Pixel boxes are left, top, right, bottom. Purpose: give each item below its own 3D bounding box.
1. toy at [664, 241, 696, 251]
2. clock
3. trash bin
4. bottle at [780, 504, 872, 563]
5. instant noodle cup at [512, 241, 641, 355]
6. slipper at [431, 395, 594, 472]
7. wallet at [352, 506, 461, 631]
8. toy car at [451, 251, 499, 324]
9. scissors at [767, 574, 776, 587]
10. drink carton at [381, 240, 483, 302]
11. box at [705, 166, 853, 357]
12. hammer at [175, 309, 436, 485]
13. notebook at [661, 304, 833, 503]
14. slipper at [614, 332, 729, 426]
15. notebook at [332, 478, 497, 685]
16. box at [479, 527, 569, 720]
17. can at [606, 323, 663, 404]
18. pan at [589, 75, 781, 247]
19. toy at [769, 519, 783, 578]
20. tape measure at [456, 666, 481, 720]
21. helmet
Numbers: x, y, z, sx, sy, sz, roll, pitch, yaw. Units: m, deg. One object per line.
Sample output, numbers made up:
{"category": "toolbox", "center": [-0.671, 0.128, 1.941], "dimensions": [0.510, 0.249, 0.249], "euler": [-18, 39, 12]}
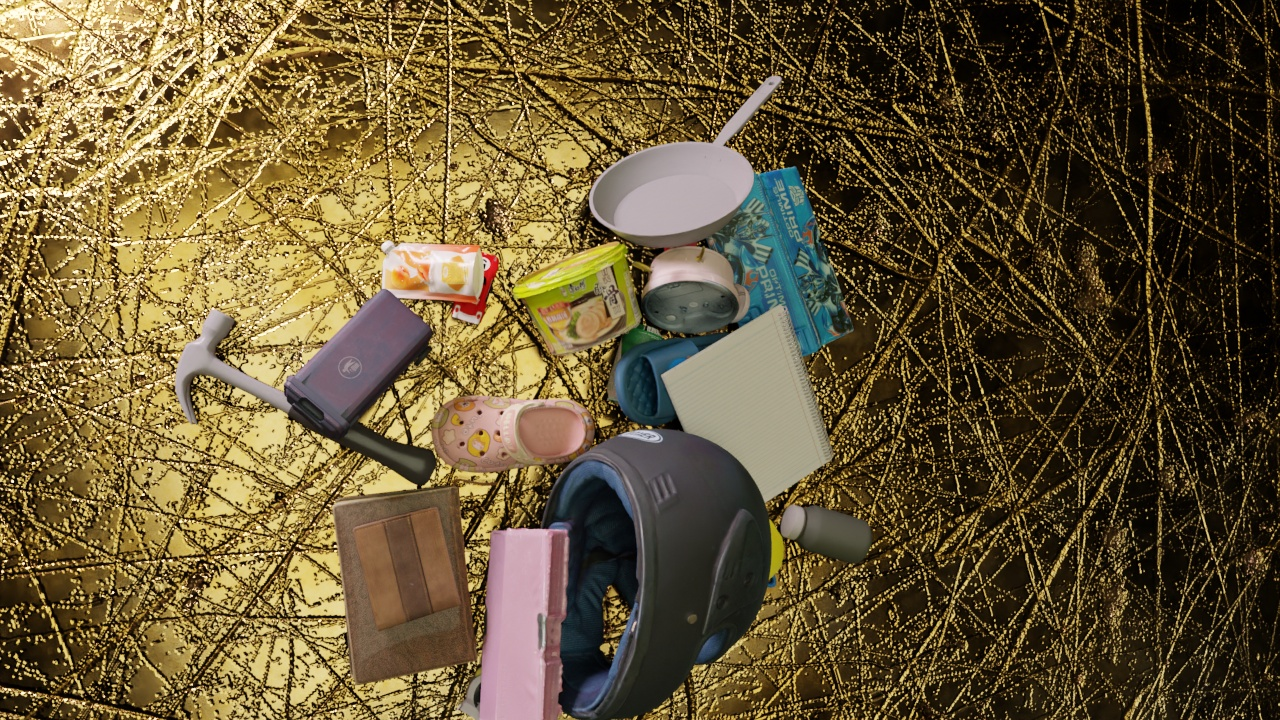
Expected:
{"category": "toy", "center": [0.053, -0.138, 1.169], "dimensions": [0.050, 0.065, 0.102], "euler": [-27, 97, 19]}
{"category": "clock", "center": [0.069, -0.078, 1.126], "dimensions": [0.158, 0.117, 0.058], "euler": [43, 43, -48]}
{"category": "trash bin", "center": [-0.319, 0.006, 1.038], "dimensions": [0.094, 0.092, 0.160], "euler": [42, 68, -7]}
{"category": "bottle", "center": [0.240, 0.222, 1.186], "dimensions": [0.108, 0.060, 0.060], "euler": [18, 83, -12]}
{"category": "instant noodle cup", "center": [-0.070, -0.071, 1.094], "dimensions": [0.146, 0.146, 0.098], "euler": [-25, 104, -14]}
{"category": "slipper", "center": [-0.147, 0.089, 1.093], "dimensions": [0.197, 0.082, 0.093], "euler": [1, 87, -15]}
{"category": "wallet", "center": [-0.266, 0.236, 1.048], "dimensions": [0.098, 0.027, 0.121], "euler": [-15, 90, -13]}
{"category": "toy car", "center": [-0.201, -0.089, 1.118], "dimensions": [0.038, 0.025, 0.089], "euler": [17, 83, -12]}
{"category": "scissors", "center": [0.114, 0.292, 1.178], "dimensions": [0.125, 0.015, 0.127], "euler": [11, 79, -12]}
{"category": "drink carton", "center": [-0.252, -0.106, 1.094], "dimensions": [0.122, 0.039, 0.069], "euler": [3, 92, 9]}
{"category": "box", "center": [0.182, -0.125, 1.189], "dimensions": [0.170, 0.071, 0.243], "euler": [-20, 92, -14]}
{"category": "hammer", "center": [-0.385, 0.066, 1.065], "dimensions": [0.311, 0.029, 0.125], "euler": [28, 80, -11]}
{"category": "notebook", "center": [0.142, 0.073, 1.145], "dimensions": [0.177, 0.013, 0.246], "euler": [-30, 120, -13]}
{"category": "slipper", "center": [0.057, 0.022, 1.124], "dimensions": [0.213, 0.059, 0.104], "euler": [-14, 106, -38]}
{"category": "notebook", "center": [-0.256, 0.254, 1.081], "dimensions": [0.190, 0.034, 0.215], "euler": [-7, 89, -14]}
{"category": "box", "center": [-0.143, 0.304, 1.022], "dimensions": [0.039, 0.179, 0.232], "euler": [10, 75, -35]}
{"category": "can", "center": [-0.007, 0.007, 1.144], "dimensions": [0.053, 0.053, 0.101], "euler": [18, 82, -12]}
{"category": "pan", "center": [0.084, -0.253, 1.156], "dimensions": [0.355, 0.201, 0.051], "euler": [-47, 141, -31]}
{"category": "toy", "center": [0.137, 0.238, 1.163], "dimensions": [0.095, 0.041, 0.094], "euler": [30, 71, -8]}
{"category": "tape measure", "center": [-0.179, 0.403, 1.099], "dimensions": [0.064, 0.017, 0.065], "euler": [36, 80, -9]}
{"category": "helmet", "center": [0.028, 0.237, 1.044], "dimensions": [0.235, 0.250, 0.316], "euler": [8, 87, -40]}
